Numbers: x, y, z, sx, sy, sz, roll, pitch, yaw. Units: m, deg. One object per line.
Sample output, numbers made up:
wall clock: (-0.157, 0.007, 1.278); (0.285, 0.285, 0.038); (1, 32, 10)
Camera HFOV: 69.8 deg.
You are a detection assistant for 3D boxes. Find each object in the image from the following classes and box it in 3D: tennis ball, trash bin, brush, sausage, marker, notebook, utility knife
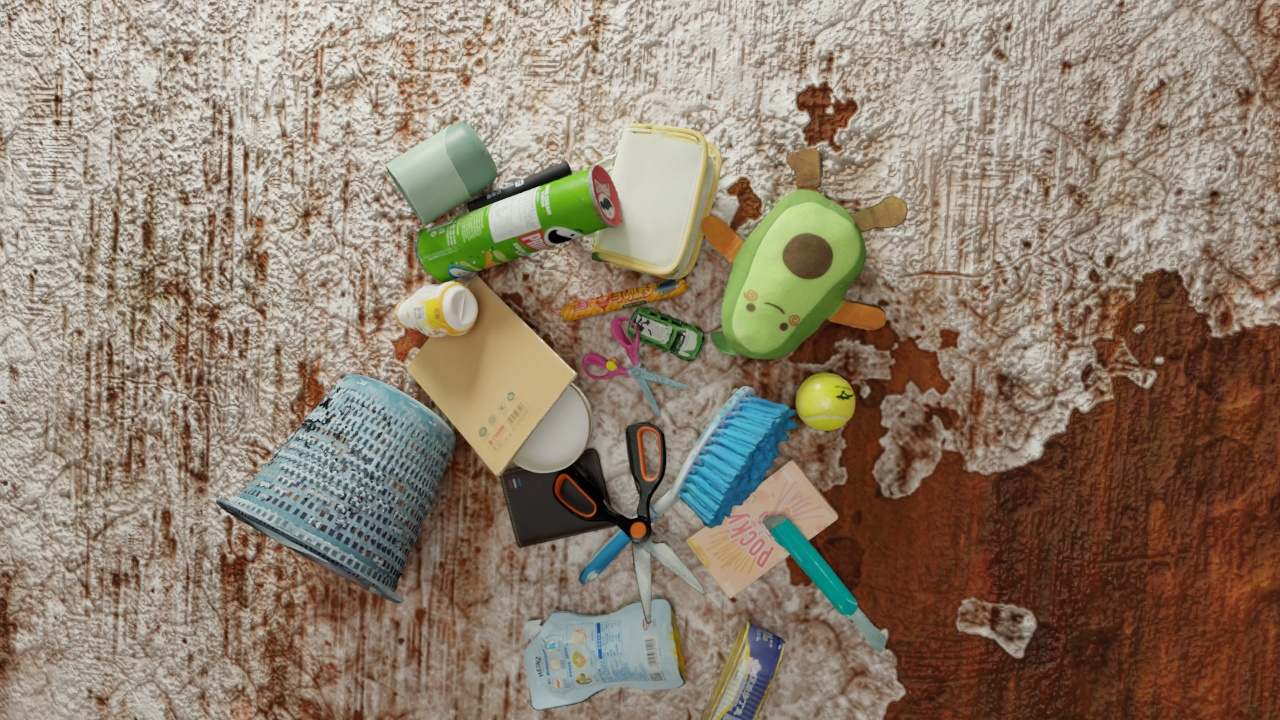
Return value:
tennis ball: (0.204, 0.045, 1.013); (0.065, 0.065, 0.065); (0, 92, 10)
trash bin: (-0.316, 0.133, 1.030); (0.226, 0.227, 0.194); (26, 68, 8)
brush: (0.049, 0.160, 1.045); (0.109, 0.060, 0.314); (38, 96, 36)
sausage: (-0.020, -0.071, 1.070); (0.165, 0.021, 0.021); (-13, 89, 9)
marker: (-0.143, -0.202, 1.089); (0.132, 0.020, 0.022); (-22, 117, 9)
notebook: (-0.177, 0.013, 1.061); (0.207, 0.008, 0.148); (42, 99, 33)
utility knife: (0.209, 0.250, 1.029); (0.029, 0.013, 0.209); (-39, 97, 6)

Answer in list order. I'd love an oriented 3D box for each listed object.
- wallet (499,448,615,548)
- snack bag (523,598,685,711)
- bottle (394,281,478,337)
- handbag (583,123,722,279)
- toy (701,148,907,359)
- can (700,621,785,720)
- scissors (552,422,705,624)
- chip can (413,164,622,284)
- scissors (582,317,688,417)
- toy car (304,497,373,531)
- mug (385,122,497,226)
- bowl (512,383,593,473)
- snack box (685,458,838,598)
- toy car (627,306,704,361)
wallet: (-0.099, 0.164, 1.093); (0.122, 0.020, 0.096); (-14, 89, 8)
snack bag: (-0.047, 0.345, 1.079); (0.191, 0.038, 0.110); (-11, 95, 12)
bottle: (-0.242, -0.058, 1.077); (0.109, 0.063, 0.063); (-3, 91, 39)
handbag: (-0.007, -0.186, 1.053); (0.179, 0.063, 0.163); (16, 94, 24)
toy: (0.170, -0.103, 1.003); (0.227, 0.090, 0.247); (32, 95, 10)
can: (0.113, 0.371, 1.034); (0.049, 0.074, 0.148); (23, 95, 5)
scissors: (-0.013, 0.175, 1.031); (0.222, 0.021, 0.220); (5, 72, 23)
chip can: (-0.141, -0.152, 1.040); (0.236, 0.072, 0.072); (-15, 89, 22)
scissors: (-0.006, 0.005, 1.057); (0.133, 0.017, 0.129); (17, 121, 16)
toy car: (-0.370, 0.197, 1.132); (0.122, 0.037, 0.056); (20, 93, -4)
mug: (-0.234, -0.224, 1.071); (0.106, 0.082, 0.112); (-35, 44, -9)
bowl: (-0.105, 0.071, 1.068); (0.113, 0.062, 0.113); (0, 91, 12)
snack box: (0.138, 0.192, 1.048); (0.157, 0.026, 0.084); (-39, 85, 8)
toy car: (0.029, -0.031, 1.057); (0.091, 0.036, 0.043); (22, 94, 5)
